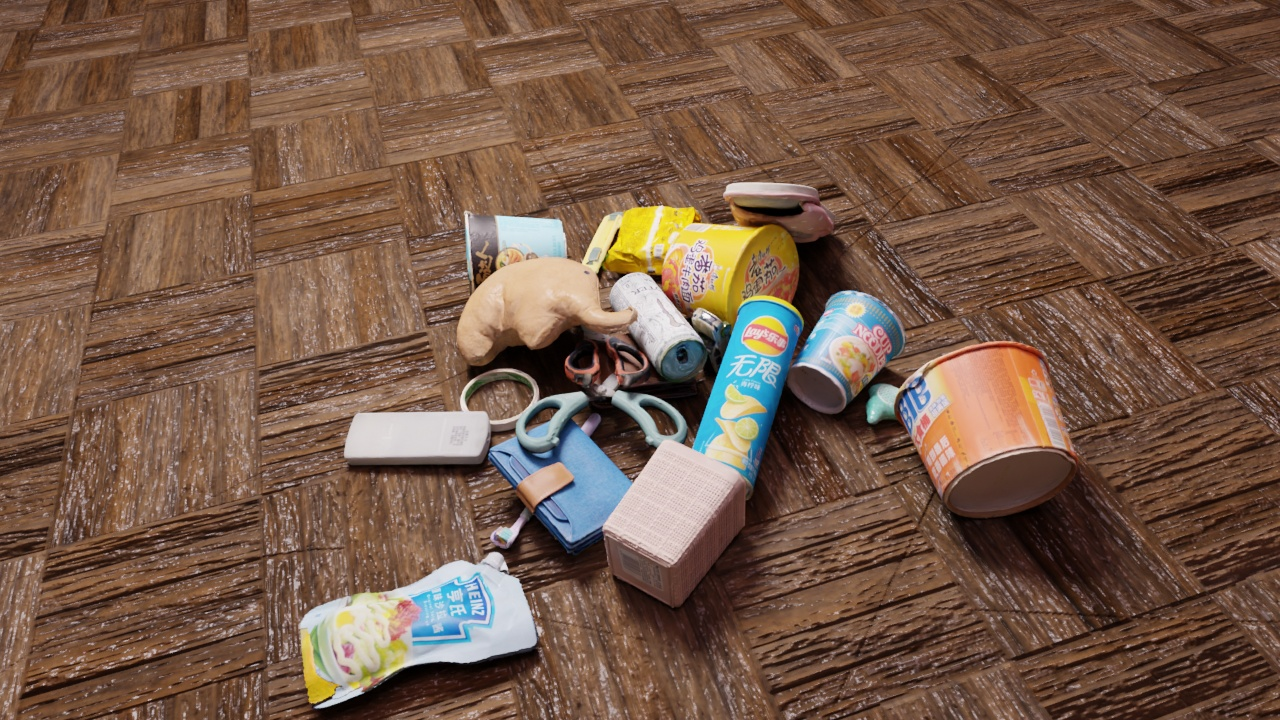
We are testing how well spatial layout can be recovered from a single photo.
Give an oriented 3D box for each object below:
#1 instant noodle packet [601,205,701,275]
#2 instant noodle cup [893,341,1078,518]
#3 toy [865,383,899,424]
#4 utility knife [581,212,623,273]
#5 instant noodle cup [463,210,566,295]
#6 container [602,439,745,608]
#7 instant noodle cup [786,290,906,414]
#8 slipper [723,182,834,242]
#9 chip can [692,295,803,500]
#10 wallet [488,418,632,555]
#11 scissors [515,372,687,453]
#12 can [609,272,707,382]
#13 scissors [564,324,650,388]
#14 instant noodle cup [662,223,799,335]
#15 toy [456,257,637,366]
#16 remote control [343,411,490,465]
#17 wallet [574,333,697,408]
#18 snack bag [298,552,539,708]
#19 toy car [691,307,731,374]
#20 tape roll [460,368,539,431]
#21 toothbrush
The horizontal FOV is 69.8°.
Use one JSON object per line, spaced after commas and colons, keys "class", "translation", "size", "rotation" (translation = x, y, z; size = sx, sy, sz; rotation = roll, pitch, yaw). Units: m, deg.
{"class": "instant noodle packet", "translation": [0.016, -0.154, 1.185], "size": [0.111, 0.044, 0.128], "rotation": [2, 39, 14]}
{"class": "instant noodle cup", "translation": [0.327, 0.071, 0.860], "size": [0.151, 0.152, 0.111], "rotation": [-6, 51, -3]}
{"class": "toy", "translation": [0.285, 0.046, 0.969], "size": [0.092, 0.030, 0.096], "rotation": [13, 38, 9]}
{"class": "utility knife", "translation": [-0.056, -0.134, 1.187], "size": [0.031, 0.022, 0.218], "rotation": [0, 44, 16]}
{"class": "instant noodle cup", "translation": [-0.154, -0.133, 1.135], "size": [0.120, 0.111, 0.111], "rotation": [-4, 43, -10]}
{"class": "container", "translation": [0.029, 0.150, 0.829], "size": [0.090, 0.090, 0.110], "rotation": [23, 52, 25]}
{"class": "instant noodle cup", "translation": [0.215, -0.003, 0.984], "size": [0.099, 0.099, 0.109], "rotation": [26, 58, 27]}
{"class": "slipper", "translation": [0.172, -0.169, 1.097], "size": [0.114, 0.054, 0.274], "rotation": [6, 2, 21]}
{"class": "chip can", "translation": [0.106, 0.036, 0.927], "size": [0.071, 0.071, 0.209], "rotation": [13, 57, 16]}
{"class": "wallet", "translation": [-0.070, 0.116, 0.886], "size": [0.106, 0.040, 0.133], "rotation": [-24, 56, -38]}
{"class": "scissors", "translation": [-0.030, 0.057, 0.915], "size": [0.180, 0.019, 0.169], "rotation": [17, 34, 24]}
{"class": "can", "translation": [0.018, -0.038, 1.009], "size": [0.058, 0.058, 0.146], "rotation": [-18, 39, -15]}
{"class": "scissors", "translation": [-0.059, -0.019, 1.020], "size": [0.207, 0.015, 0.192], "rotation": [17, 31, 33]}
{"class": "instant noodle cup", "translation": [0.099, -0.095, 1.056], "size": [0.110, 0.138, 0.137], "rotation": [18, 45, 38]}
{"class": "toy", "translation": [-0.104, -0.061, 1.022], "size": [0.226, 0.082, 0.143], "rotation": [-10, 51, 29]}
{"class": "remote control", "translation": [-0.231, 0.082, 0.957], "size": [0.150, 0.021, 0.058], "rotation": [0, 53, 6]}
{"class": "wallet", "translation": [-0.006, 0.006, 1.027], "size": [0.124, 0.032, 0.101], "rotation": [-9, 40, -6]}
{"class": "snack bag", "translation": [-0.192, 0.229, 0.793], "size": [0.190, 0.039, 0.110], "rotation": [-15, 33, -14]}
{"class": "toy car", "translation": [0.079, -0.022, 1.007], "size": [0.042, 0.090, 0.035], "rotation": [31, 68, 31]}
{"class": "tape roll", "translation": [-0.153, 0.043, 1.006], "size": [0.086, 0.014, 0.085], "rotation": [-1, 43, 1]}
{"class": "toothbrush", "translation": [-0.089, 0.115, 0.921], "size": [0.029, 0.021, 0.188], "rotation": [2, 38, 33]}
